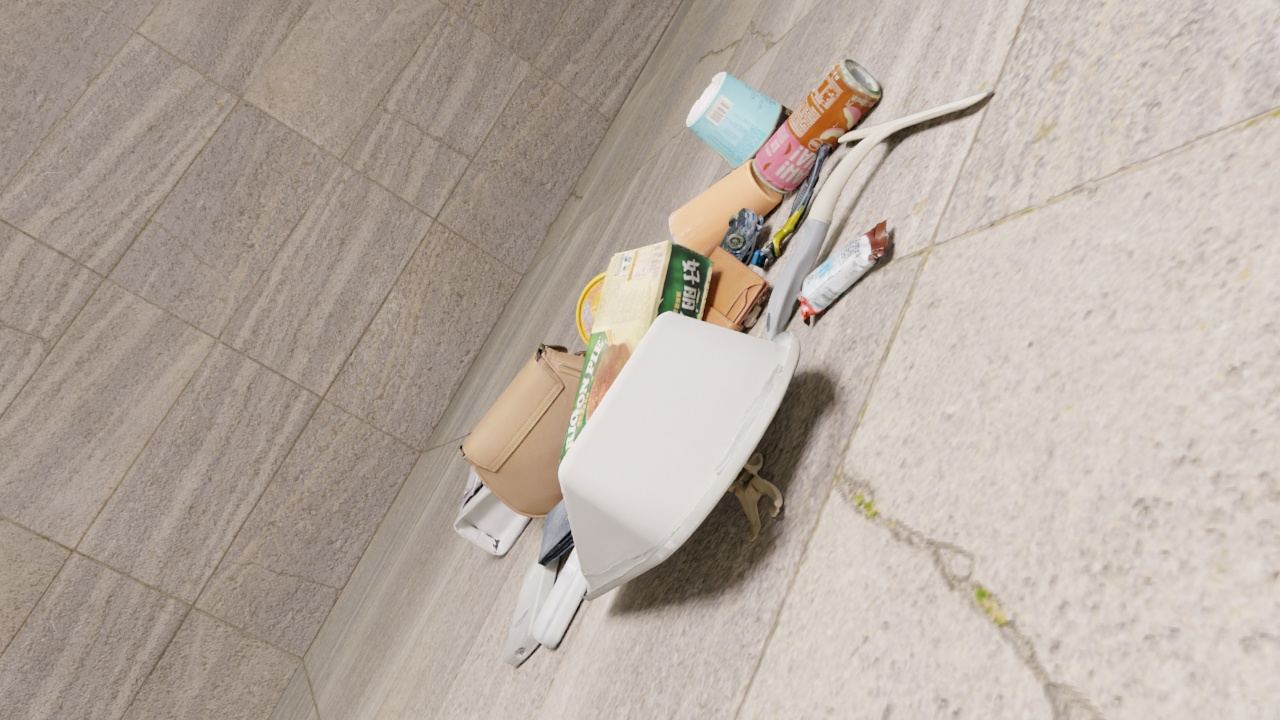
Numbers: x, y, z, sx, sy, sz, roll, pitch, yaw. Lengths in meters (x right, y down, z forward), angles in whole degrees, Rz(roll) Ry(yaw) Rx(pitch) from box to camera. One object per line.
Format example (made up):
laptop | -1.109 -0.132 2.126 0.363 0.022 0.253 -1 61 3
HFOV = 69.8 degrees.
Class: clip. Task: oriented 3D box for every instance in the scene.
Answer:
clip | 0.085 0.098 0.679 0.035 0.089 0.103 -55 -16 17

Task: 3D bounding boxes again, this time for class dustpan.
dustpan | 0.044 0.081 0.718 0.222 0.143 0.258 -57 -26 -25

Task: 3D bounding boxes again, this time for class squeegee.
squeegee | 0.169 -0.128 0.824 0.246 0.039 0.246 -59 14 -1

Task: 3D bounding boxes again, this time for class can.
can | 0.185 -0.246 0.973 0.148 0.058 0.057 -46 18 38

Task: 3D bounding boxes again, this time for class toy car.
toy car | 0.100 -0.114 1.031 0.054 0.037 0.121 -79 16 -53

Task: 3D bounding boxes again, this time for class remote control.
remote control | -0.116 0.263 0.994 0.056 0.019 0.134 -50 16 28
remote control | -0.066 0.220 0.917 0.135 0.020 0.056 -62 14 -12

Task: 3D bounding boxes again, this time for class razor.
razor | 0.159 -0.155 0.934 0.143 0.022 0.042 -61 -15 9

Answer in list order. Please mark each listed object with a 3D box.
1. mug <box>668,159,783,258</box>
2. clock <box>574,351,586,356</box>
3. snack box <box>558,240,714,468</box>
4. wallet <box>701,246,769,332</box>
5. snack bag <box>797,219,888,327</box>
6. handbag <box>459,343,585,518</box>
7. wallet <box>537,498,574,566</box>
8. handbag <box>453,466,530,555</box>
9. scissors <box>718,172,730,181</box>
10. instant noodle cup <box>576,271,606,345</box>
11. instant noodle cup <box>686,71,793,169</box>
mug | 0.102 -0.174 1.066 0.123 0.078 0.078 -35 26 37
clock | -0.062 0.028 1.177 0.055 0.082 0.122 -58 7 -26
snack box | -0.005 0.005 0.923 0.115 0.063 0.239 -5 70 57
wallet | 0.069 -0.043 0.934 0.132 0.031 0.108 -55 32 11
snack bag | 0.163 -0.072 0.751 0.106 0.026 0.045 -45 19 39
handbag | -0.106 0.080 1.083 0.205 0.147 0.099 -50 18 14
wallet | -0.067 0.164 1.015 0.121 0.019 0.097 -43 17 19
handbag | -0.189 0.161 1.308 0.145 0.098 0.196 -48 17 15
scissors | 0.097 -0.196 1.241 0.176 0.019 0.174 -57 13 2
instant noodle cup | -0.016 -0.068 1.174 0.119 0.118 0.114 -54 6 16
instant noodle cup | 0.125 -0.290 1.133 0.111 0.120 0.111 -52 15 21
